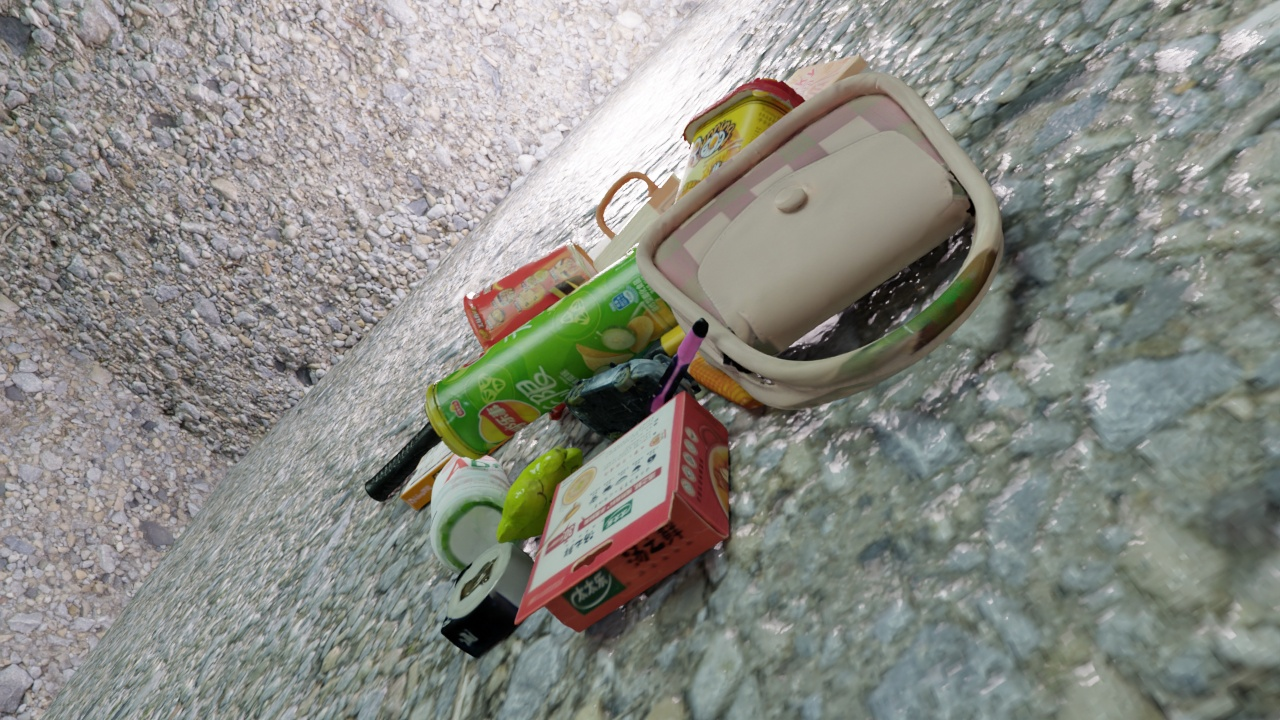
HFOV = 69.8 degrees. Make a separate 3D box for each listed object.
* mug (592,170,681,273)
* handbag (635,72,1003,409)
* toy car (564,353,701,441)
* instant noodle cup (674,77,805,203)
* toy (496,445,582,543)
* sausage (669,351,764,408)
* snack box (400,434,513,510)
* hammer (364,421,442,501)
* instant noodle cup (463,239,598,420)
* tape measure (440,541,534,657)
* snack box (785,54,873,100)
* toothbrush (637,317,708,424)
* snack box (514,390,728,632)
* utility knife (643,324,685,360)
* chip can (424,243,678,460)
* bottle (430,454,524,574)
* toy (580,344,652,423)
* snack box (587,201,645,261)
[{"bbox_3d":[0.011,-0.107,0.802,0.106,0.114,0.081,-46,-3,9],"label":"mug"},{"bbox_3d":[0.108,-0.055,0.509,0.193,0.093,0.234,-36,27,8],"label":"handbag"},{"bbox_3d":[-0.007,0.027,0.648,0.121,0.054,0.036,-22,32,54],"label":"toy car"},{"bbox_3d":[0.084,-0.129,0.703,0.116,0.116,0.123,-15,47,58],"label":"instant noodle cup"},{"bbox_3d":[-0.068,0.092,0.626,0.096,0.031,0.100,-52,-13,-30],"label":"toy"},{"bbox_3d":[0.049,0.009,0.611,0.021,0.021,0.165,-47,18,-3],"label":"sausage"},{"bbox_3d":[-0.184,0.091,0.957,0.154,0.026,0.075,-38,19,24],"label":"snack box"},{"bbox_3d":[-0.214,0.058,1.085,0.301,0.033,0.128,-43,18,9],"label":"hammer"},{"bbox_3d":[-0.074,-0.034,0.815,0.109,0.138,0.137,-35,19,7],"label":"instant noodle cup"},{"bbox_3d":[-0.098,0.154,0.612,0.066,0.033,0.065,-41,20,18],"label":"tape measure"},{"bbox_3d":[0.165,-0.260,0.921,0.084,0.026,0.157,-46,18,1],"label":"snack box"},{"bbox_3d":[0.014,0.021,0.568,0.017,0.014,0.190,-44,-10,-30],"label":"toothbrush"},{"bbox_3d":[-0.006,0.091,0.521,0.113,0.044,0.126,-38,18,23],"label":"snack box"},{"bbox_3d":[0.093,-0.059,0.643,0.216,0.015,0.033,-34,15,9],"label":"utility knife"},{"bbox_3d":[-0.060,-0.008,0.705,0.221,0.072,0.072,-33,20,12],"label":"chip can"},{"bbox_3d":[-0.136,0.111,0.741,0.068,0.068,0.197,-47,15,-3],"label":"bottle"},{"bbox_3d":[-0.004,0.004,0.731,0.097,0.030,0.091,-29,28,37],"label":"toy"},{"bbox_3d":[-0.015,-0.142,1.074,0.156,0.027,0.077,-40,18,18],"label":"snack box"}]
